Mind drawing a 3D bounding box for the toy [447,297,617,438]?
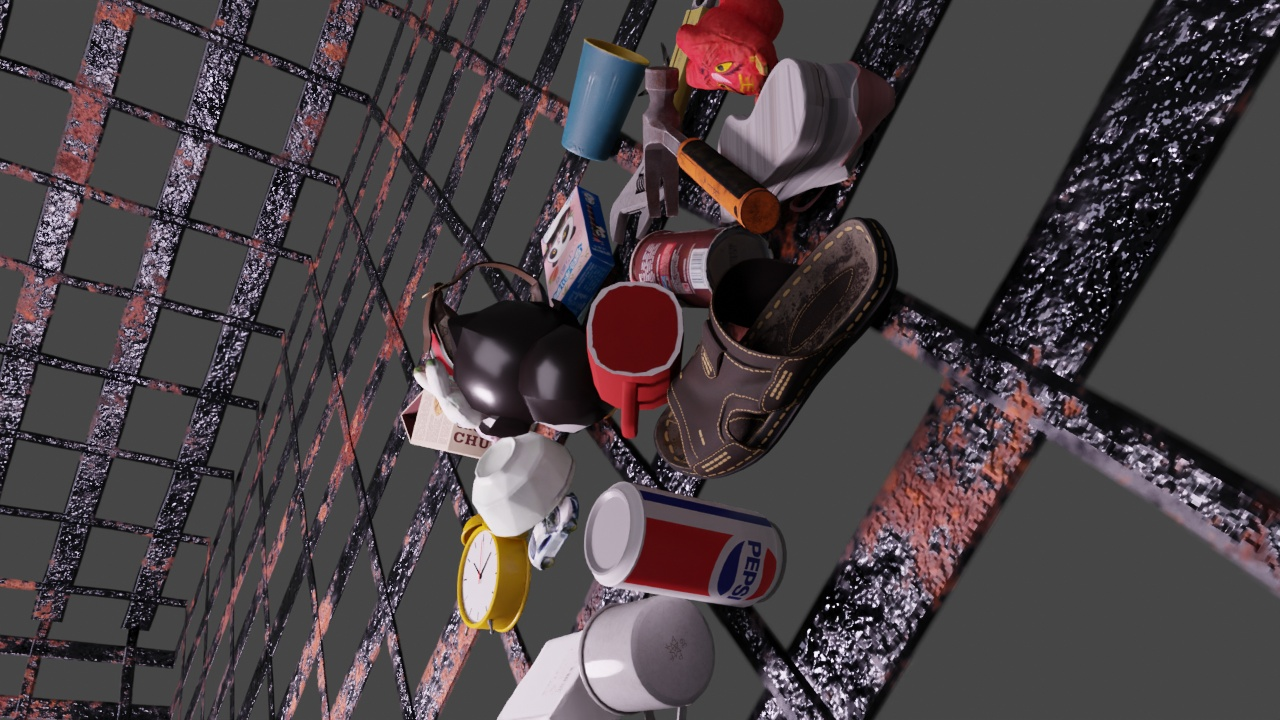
[{"bbox_3d":[-0.097,0.006,0.904,0.184,0.140,0.159,13,70,47],"label":"toy"}]

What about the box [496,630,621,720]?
[{"bbox_3d":[-0.043,0.320,0.750,0.107,0.132,0.151,-37,14,49],"label":"box"}]

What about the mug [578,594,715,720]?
[{"bbox_3d":[0.011,0.235,0.692,0.071,0.084,0.113,-30,84,47],"label":"mug"}]

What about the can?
[{"bbox_3d":[0.032,0.131,0.643,0.070,0.132,0.070,-35,47,48],"label":"can"}]

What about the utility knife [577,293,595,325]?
[{"bbox_3d":[-0.063,-0.058,1.025,0.141,0.015,0.022,-65,29,7],"label":"utility knife"}]

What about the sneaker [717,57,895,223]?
[{"bbox_3d":[0.123,-0.162,0.708,0.236,0.089,0.099,163,107,-80],"label":"sneaker"}]

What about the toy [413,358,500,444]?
[{"bbox_3d":[-0.195,0.048,0.987,0.038,0.122,0.079,-46,8,-13],"label":"toy"}]

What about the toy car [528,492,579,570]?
[{"bbox_3d":[-0.091,0.173,0.936,0.090,0.027,0.038,-59,30,23],"label":"toy car"}]

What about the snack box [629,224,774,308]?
[{"bbox_3d":[0.051,-0.078,0.781,0.121,0.072,0.072,9,83,59],"label":"snack box"}]

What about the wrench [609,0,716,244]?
[{"bbox_3d":[0.026,-0.249,0.934,0.084,0.018,0.273,21,95,56],"label":"wrench"}]

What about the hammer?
[{"bbox_3d":[0.048,-0.151,0.756,0.314,0.035,0.138,-116,24,-63],"label":"hammer"}]

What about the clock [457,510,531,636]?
[{"bbox_3d":[-0.163,0.224,1.010,0.114,0.052,0.151,-26,57,52],"label":"clock"}]

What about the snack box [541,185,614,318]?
[{"bbox_3d":[-0.073,-0.122,1.038,0.088,0.033,0.154,-53,30,28],"label":"snack box"}]

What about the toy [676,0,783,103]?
[{"bbox_3d":[0.107,-0.294,0.825,0.094,0.088,0.133,35,87,27],"label":"toy"}]

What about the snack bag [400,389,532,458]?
[{"bbox_3d":[-0.222,0.081,1.136,0.207,0.094,0.069,-2,73,59],"label":"snack bag"}]

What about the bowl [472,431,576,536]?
[{"bbox_3d":[-0.131,0.119,0.952,0.118,0.061,0.117,-31,29,20],"label":"bowl"}]

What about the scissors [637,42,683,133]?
[{"bbox_3d":[0.039,-0.295,0.971,0.158,0.012,0.170,-33,48,47],"label":"scissors"}]

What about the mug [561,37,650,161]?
[{"bbox_3d":[-0.045,-0.296,1.052,0.122,0.078,0.078,-69,29,25],"label":"mug"}]

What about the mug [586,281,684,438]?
[{"bbox_3d":[-0.005,0.005,0.784,0.097,0.080,0.116,87,-174,-70],"label":"mug"}]

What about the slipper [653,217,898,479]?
[{"bbox_3d":[0.082,-0.006,0.686,0.269,0.075,0.112,-50,37,35],"label":"slipper"}]

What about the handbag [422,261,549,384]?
[{"bbox_3d":[-0.169,-0.042,1.035,0.063,0.166,0.138,-16,83,56],"label":"handbag"}]
